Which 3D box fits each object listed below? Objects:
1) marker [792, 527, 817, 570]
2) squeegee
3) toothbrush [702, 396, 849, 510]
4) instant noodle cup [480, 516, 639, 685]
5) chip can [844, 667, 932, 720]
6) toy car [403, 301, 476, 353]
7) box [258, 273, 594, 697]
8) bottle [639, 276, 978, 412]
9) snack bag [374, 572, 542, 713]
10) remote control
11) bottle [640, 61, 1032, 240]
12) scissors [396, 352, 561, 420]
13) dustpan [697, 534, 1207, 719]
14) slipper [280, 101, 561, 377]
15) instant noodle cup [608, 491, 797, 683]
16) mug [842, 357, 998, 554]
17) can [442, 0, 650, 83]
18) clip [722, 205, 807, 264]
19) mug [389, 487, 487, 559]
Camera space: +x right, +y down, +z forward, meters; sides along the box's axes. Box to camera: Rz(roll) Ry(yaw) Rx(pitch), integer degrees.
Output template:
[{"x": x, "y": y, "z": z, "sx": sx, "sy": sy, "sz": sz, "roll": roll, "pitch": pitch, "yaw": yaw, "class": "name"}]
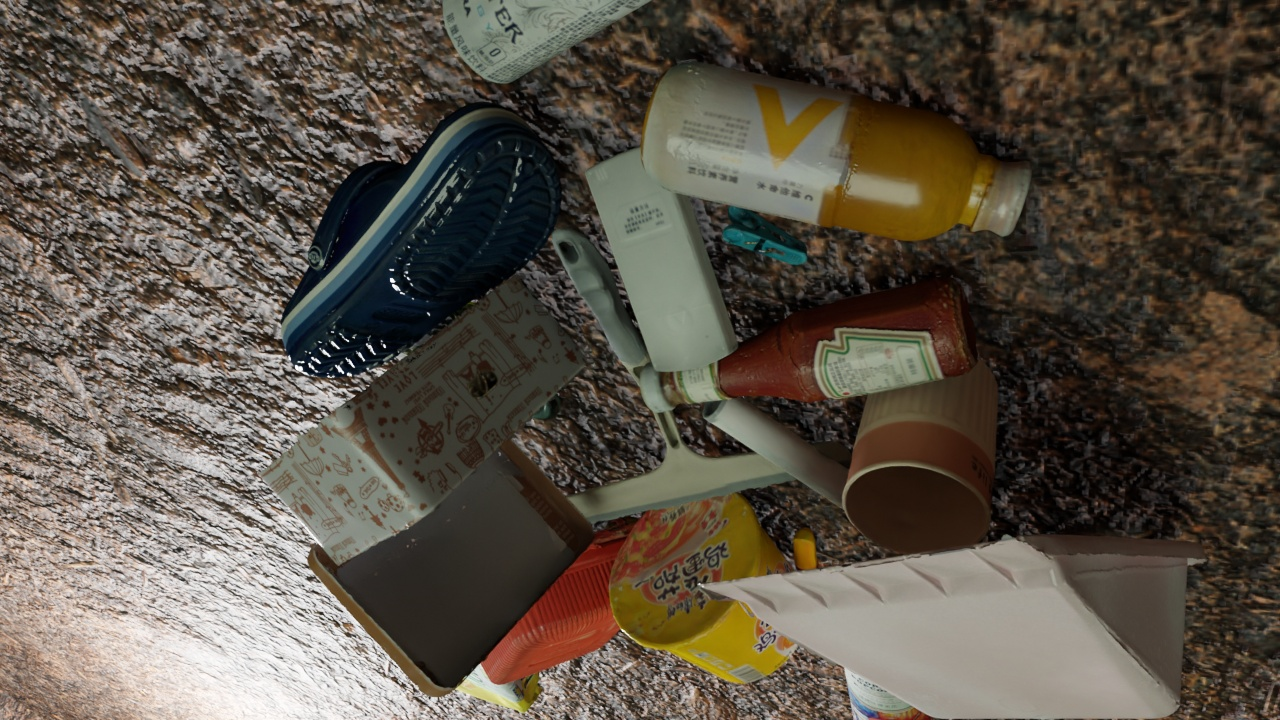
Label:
[{"x": 0.141, "y": 0.180, "z": 0.773, "sx": 0.018, "sy": 0.015, "sz": 0.124, "roll": 8, "pitch": 138, "yaw": 21, "class": "marker"}, {"x": -0.004, "y": 0.004, "z": 0.646, "sx": 0.247, "sy": 0.039, "sz": 0.247, "roll": -15, "pitch": 124, "yaw": 19, "class": "squeegee"}, {"x": 0.137, "y": 0.086, "z": 0.646, "sx": 0.221, "sy": 0.026, "sz": 0.026, "roll": 33, "pitch": 103, "yaw": -16, "class": "toothbrush"}, {"x": -0.080, "y": 0.214, "z": 0.796, "sx": 0.188, "sy": 0.079, "sz": 0.165, "roll": -10, "pitch": 150, "yaw": -30, "class": "instant noodle cup"}, {"x": 0.206, "y": 0.270, "z": 0.759, "sx": 0.071, "sy": 0.071, "sz": 0.215, "roll": 5, "pitch": 140, "yaw": 22, "class": "chip can"}, {"x": -0.146, "y": -0.025, "z": 0.690, "sx": 0.105, "sy": 0.032, "sz": 0.048, "roll": 3, "pitch": 133, "yaw": 24, "class": "toy car"}, {"x": -0.107, "y": 0.087, "z": 0.594, "sx": 0.193, "sy": 0.182, "sz": 0.157, "roll": 51, "pitch": 136, "yaw": -6, "class": "box"}, {"x": 0.096, "y": -0.001, "z": 0.563, "sx": 0.206, "sy": 0.059, "sz": 0.060, "roll": -13, "pitch": 126, "yaw": 27, "class": "bottle"}, {"x": -0.200, "y": 0.301, "z": 0.998, "sx": 0.158, "sy": 0.068, "sz": 0.247, "roll": 14, "pitch": 148, "yaw": 16, "class": "snack bag"}, {"x": 0.013, "y": -0.060, "z": 0.549, "sx": 0.056, "sy": 0.019, "sz": 0.135, "roll": -14, "pitch": 101, "yaw": 35, "class": "remote control"}, {"x": 0.097, "y": -0.102, "z": 0.467, "sx": 0.189, "sy": 0.067, "sz": 0.068, "roll": 15, "pitch": 137, "yaw": 12, "class": "bottle"}, {"x": -0.137, "y": 0.055, "z": 0.779, "sx": 0.170, "sy": 0.019, "sz": 0.179, "roll": 6, "pitch": 136, "yaw": 19, "class": "scissors"}, {"x": 0.207, "y": 0.126, "z": 0.568, "sx": 0.273, "sy": 0.138, "sz": 0.223, "roll": 39, "pitch": 143, "yaw": -26, "class": "dustpan"}, {"x": -0.151, "y": -0.080, "z": 0.599, "sx": 0.254, "sy": 0.105, "sz": 0.095, "roll": -38, "pitch": 68, "yaw": 31, "class": "slipper"}, {"x": 0.062, "y": 0.184, "z": 0.732, "sx": 0.138, "sy": 0.137, "sz": 0.110, "roll": -15, "pitch": 136, "yaw": 36, "class": "instant noodle cup"}, {"x": 0.173, "y": 0.063, "z": 0.568, "sx": 0.082, "sy": 0.105, "sz": 0.115, "roll": 14, "pitch": 137, "yaw": 13, "class": "mug"}, {"x": -0.029, "y": -0.190, "z": 0.447, "sx": 0.147, "sy": 0.058, "sz": 0.058, "roll": -16, "pitch": 124, "yaw": 37, "class": "can"}, {"x": 0.075, "y": -0.072, "z": 0.545, "sx": 0.057, "sy": 0.049, "sz": 0.015, "roll": 22, "pitch": 137, "yaw": -10, "class": "clip"}, {"x": -0.191, "y": 0.153, "z": 0.840, "sx": 0.084, "sy": 0.103, "sz": 0.125, "roll": -7, "pitch": 129, "yaw": 31, "class": "mug"}]
